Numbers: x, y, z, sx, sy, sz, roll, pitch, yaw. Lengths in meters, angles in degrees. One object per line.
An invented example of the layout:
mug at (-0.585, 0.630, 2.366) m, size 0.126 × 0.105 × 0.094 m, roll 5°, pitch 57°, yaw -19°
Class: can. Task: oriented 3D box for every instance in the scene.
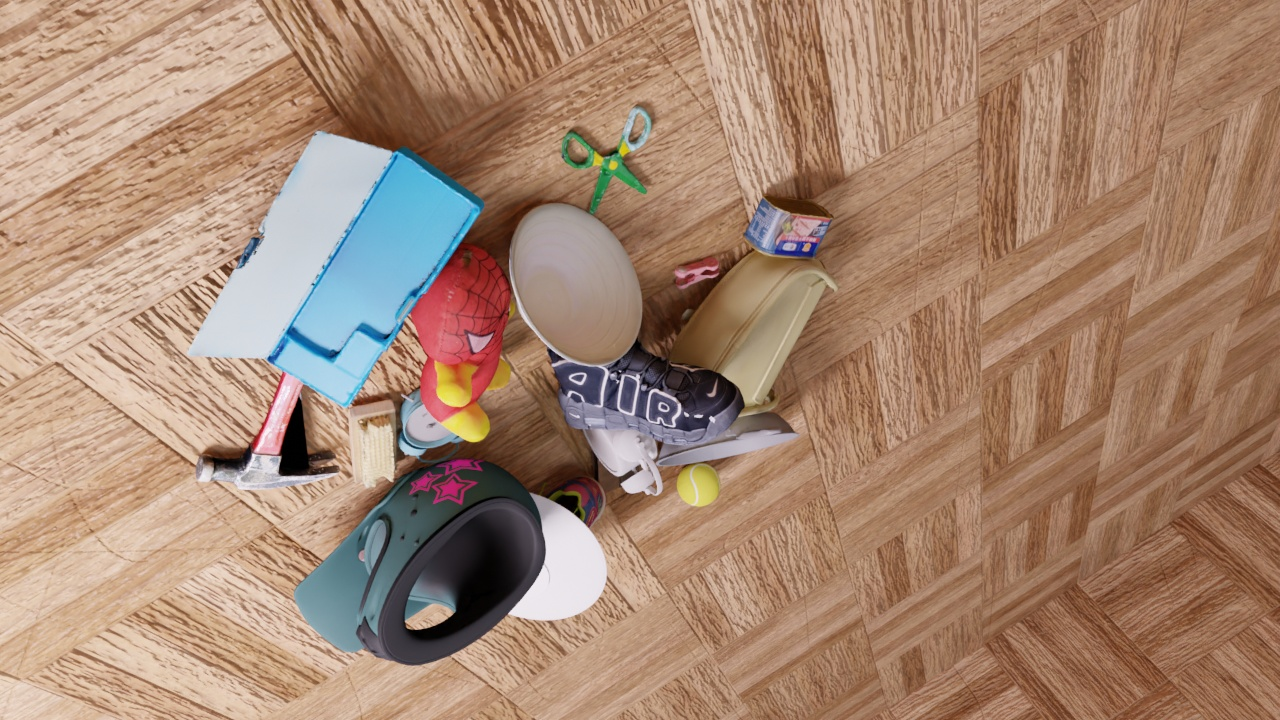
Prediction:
can at (0.179, -0.161, 1.101) m, size 0.099 × 0.054 × 0.059 m, roll 0°, pitch 127°, yaw -35°

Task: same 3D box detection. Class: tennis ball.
tennis ball at (0.087, 0.184, 1.367) m, size 0.065 × 0.065 × 0.065 m, roll -19°, pitch 137°, yaw -18°

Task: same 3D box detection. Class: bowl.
bowl at (-0.081, -0.072, 0.960) m, size 0.176 × 0.176 × 0.058 m, roll 14°, pitch 155°, yaw -42°

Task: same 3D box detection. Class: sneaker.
sneaker at (-0.006, 0.006, 1.036) m, size 0.097 × 0.253 × 0.151 m, roll -56°, pitch 135°, yaw -35°
sneaker at (-0.150, 0.250, 1.252) m, size 0.242 × 0.116 × 0.091 m, roll -49°, pitch 170°, yaw 11°

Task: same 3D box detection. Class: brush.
brush at (-0.301, 0.097, 1.038) m, size 0.049 × 0.039 × 0.117 m, roll -11°, pitch 133°, yaw -24°

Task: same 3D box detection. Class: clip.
clip at (0.067, -0.102, 1.107) m, size 0.060 × 0.023 × 0.044 m, roll -5°, pitch 137°, yaw -28°

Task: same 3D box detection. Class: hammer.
hammer at (-0.337, 0.006, 0.930) m, size 0.140 × 0.036 × 0.327 m, roll 9°, pitch 123°, yaw -38°

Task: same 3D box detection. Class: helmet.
helmet at (-0.249, 0.231, 1.063) m, size 0.274 × 0.200 × 0.176 m, roll -42°, pitch 118°, yaw -24°

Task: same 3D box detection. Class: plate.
plate at (-0.158, 0.267, 1.200) m, size 0.229 × 0.030 × 0.230 m, roll 7°, pitch 122°, yaw 10°

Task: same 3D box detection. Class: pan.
pan at (0.126, 0.097, 1.193) m, size 0.200 × 0.050 × 0.357 m, roll -10°, pitch 168°, yaw -8°

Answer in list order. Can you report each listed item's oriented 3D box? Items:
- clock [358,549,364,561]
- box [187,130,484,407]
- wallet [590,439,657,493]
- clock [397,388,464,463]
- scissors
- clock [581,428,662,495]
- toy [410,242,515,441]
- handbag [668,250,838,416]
clock at (-0.322, 0.286, 1.194) m, size 0.158 × 0.058 × 0.117 m, roll -40°, pitch 140°, yaw 5°
box at (-0.272, -0.084, 0.818) m, size 0.170 × 0.070 × 0.244 m, roll 23°, pitch 114°, yaw -39°
wallet at (-0.020, 0.130, 1.272) m, size 0.098 × 0.027 × 0.121 m, roll -22°, pitch 139°, yaw -18°
clock at (-0.237, 0.078, 1.060) m, size 0.087 × 0.042 × 0.123 m, roll -17°, pitch 137°, yaw -20°
scissors at (-0.027, -0.209, 0.946) m, size 0.130 × 0.011 × 0.125 m, roll -46°, pitch 138°, yaw 13°
clock at (-0.017, 0.103, 1.149) m, size 0.061 × 0.159 × 0.120 m, roll -31°, pitch 141°, yaw -19°
toy at (-0.183, -0.026, 0.939) m, size 0.099 × 0.147 × 0.217 m, roll 5°, pitch 134°, yaw 0°
handbag at (0.144, -0.037, 1.155) m, size 0.190 × 0.088 × 0.233 m, roll 19°, pitch 102°, yaw -49°
